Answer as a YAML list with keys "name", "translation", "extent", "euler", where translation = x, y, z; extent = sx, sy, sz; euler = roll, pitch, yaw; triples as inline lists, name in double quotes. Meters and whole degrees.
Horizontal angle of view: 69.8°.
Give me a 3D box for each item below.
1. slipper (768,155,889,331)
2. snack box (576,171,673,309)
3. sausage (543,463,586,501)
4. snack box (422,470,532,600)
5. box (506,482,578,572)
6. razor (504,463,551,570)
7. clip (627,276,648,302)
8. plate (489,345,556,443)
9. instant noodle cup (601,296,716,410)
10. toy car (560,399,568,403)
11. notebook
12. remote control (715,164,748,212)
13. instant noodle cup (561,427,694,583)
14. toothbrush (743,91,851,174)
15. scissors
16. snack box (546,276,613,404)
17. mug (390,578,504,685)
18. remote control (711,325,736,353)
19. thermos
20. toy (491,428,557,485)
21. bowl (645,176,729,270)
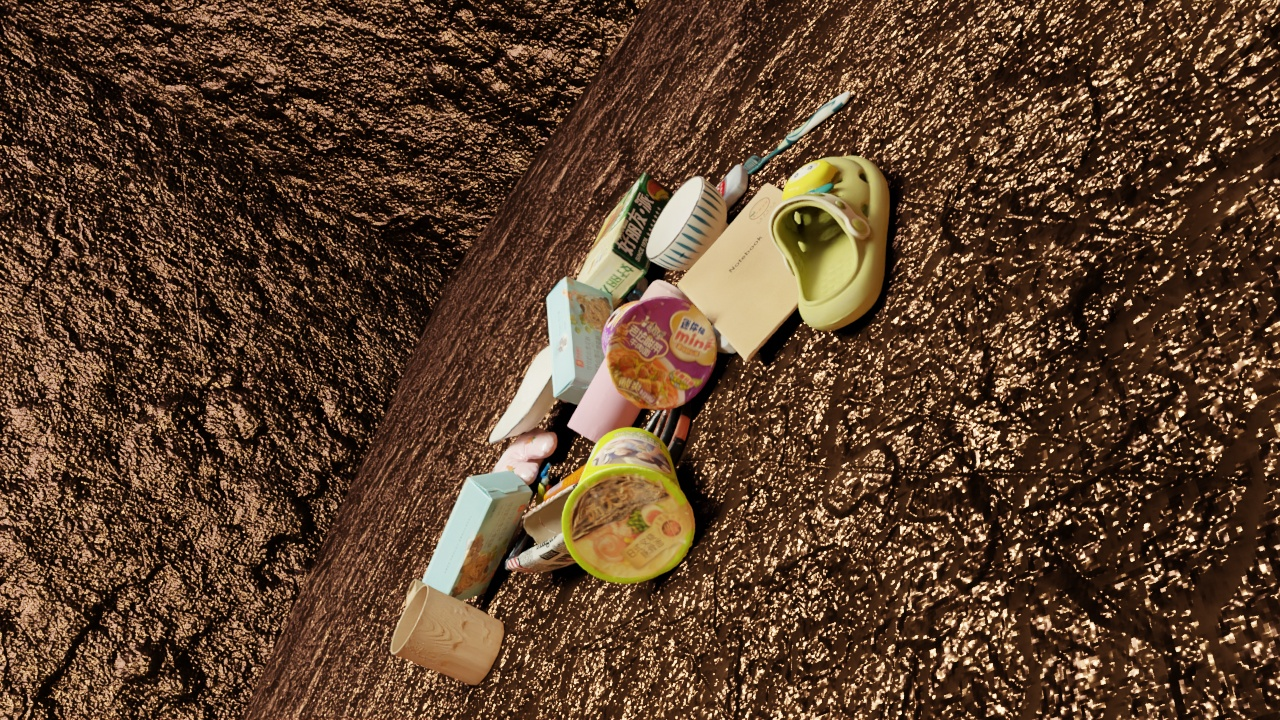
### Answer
- name: "slipper"
  translation: [0.154, -0.112, 0.763]
  extent: [0.092, 0.081, 0.190]
  euler: [-28, 40, 35]
- name: "snack box"
  translation: [-0.024, -0.168, 1.327]
  extent: [0.115, 0.063, 0.239]
  euler: [-46, 15, 35]
- name: "sausage"
  translation: [-0.073, 0.141, 1.078]
  extent: [0.166, 0.021, 0.021]
  euler: [-38, 27, 48]
- name: "snack box"
  translation: [-0.206, 0.223, 1.157]
  extent: [0.051, 0.074, 0.175]
  euler: [38, 112, 30]
- name: "box"
  translation: [-0.088, 0.191, 0.961]
  extent: [0.163, 0.076, 0.087]
  euler: [-34, 10, 49]
- name: "razor"
  translation: [-0.137, 0.199, 1.155]
  extent: [0.043, 0.022, 0.142]
  euler: [123, 169, -60]
- name: "clip"
  translation: [-0.002, -0.096, 1.260]
  extent: [0.038, 0.026, 0.058]
  euler: [-50, 18, 33]
- name: "plate"
  translation: [-0.140, 0.043, 1.258]
  extent: [0.164, 0.034, 0.164]
  euler: [-32, 28, 59]
- name: "instant noodle cup"
  translation: [0.010, -0.015, 0.931]
  extent: [0.111, 0.111, 0.099]
  euler: [-59, 18, 2]
- name: "toy car"
  translation: [-0.086, 0.013, 1.292]
  extent: [0.056, 0.037, 0.122]
  euler: [-45, 19, 33]
- name: "notebook"
  translation: [0.115, -0.094, 0.899]
  extent: [0.148, 0.008, 0.207]
  euler: [-49, 27, 8]
- name: "remote control"
  translation: [0.089, -0.191, 1.173]
  extent: [0.136, 0.020, 0.055]
  euler: [-45, 22, 38]
- name: "instant noodle cup"
  translation: [-0.009, 0.119, 0.824]
  extent: [0.112, 0.111, 0.123]
  euler: [-54, 10, 17]
- name: "toothbrush"
  translation: [0.176, -0.261, 1.056]
  extent: [0.192, 0.018, 0.016]
  euler: [-29, 34, 57]
- name: "scissors"
  translation: [0.035, 0.031, 0.971]
  extent: [0.186, 0.015, 0.208]
  euler: [-52, 20, 20]
- name: "snack box"
  translation: [-0.073, -0.022, 1.179]
  extent: [0.052, 0.074, 0.174]
  euler: [-43, 41, 36]
- name: "mug"
  translation: [-0.226, 0.314, 1.080]
  extent: [0.084, 0.103, 0.124]
  euler: [-57, 18, 6]
- name: "remote control"
  translation: [0.107, -0.065, 0.921]
  extent: [0.125, 0.024, 0.049]
  euler: [-61, 20, -8]
- name: "thermos"
  translation: [-0.006, 0.006, 1.057]
  extent: [0.198, 0.067, 0.087]
  euler: [-61, -12, -5]
- name: "toy"
  translation: [-0.159, 0.140, 1.248]
  extent: [0.121, 0.054, 0.160]
  euler: [-58, 12, -25]
- name: "bowl"
  translation: [0.065, -0.156, 1.108]
  extent: [0.117, 0.066, 0.116]
  euler: [-50, 21, 27]
